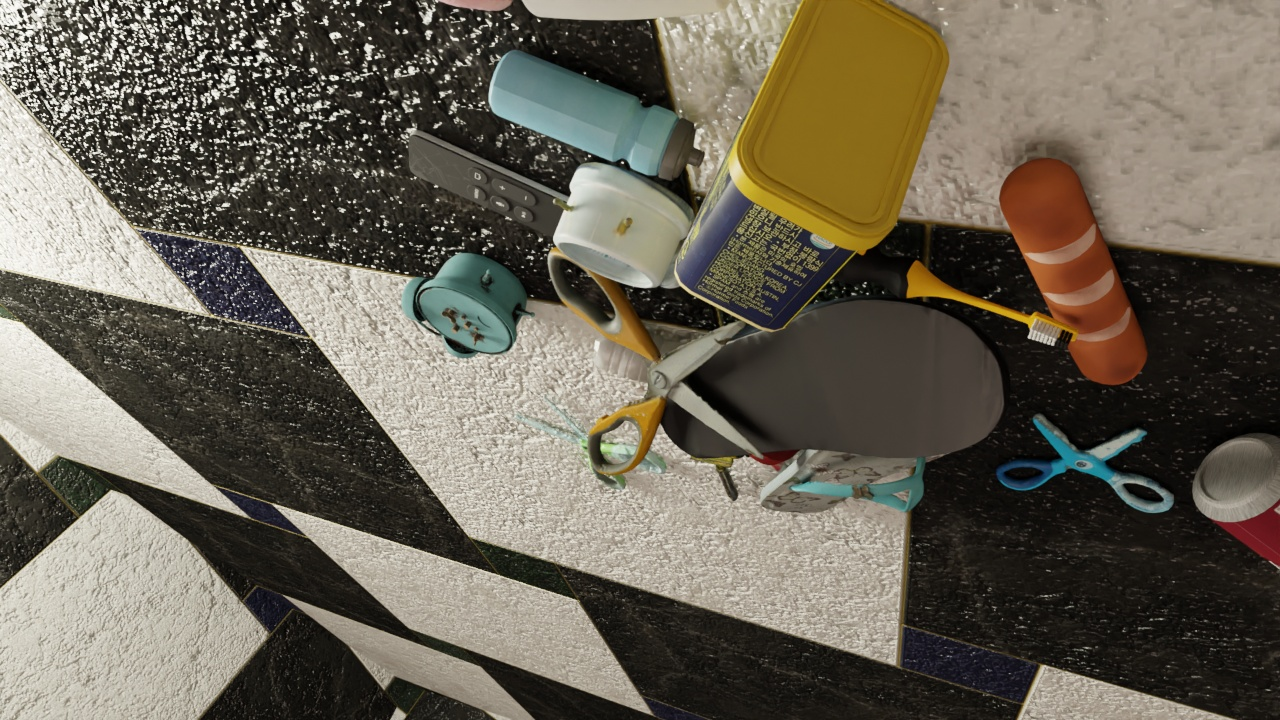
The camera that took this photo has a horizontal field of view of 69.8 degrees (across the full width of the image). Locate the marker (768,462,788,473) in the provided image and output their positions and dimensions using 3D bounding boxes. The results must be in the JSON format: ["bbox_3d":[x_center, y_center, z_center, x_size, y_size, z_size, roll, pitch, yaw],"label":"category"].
[{"bbox_3d":[0.079,0.066,0.824,0.142,0.012,0.013,33,149,-14],"label":"marker"}]

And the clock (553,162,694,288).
[{"bbox_3d":[-0.007,-0.082,0.599,0.083,0.057,0.117,19,172,25],"label":"clock"}]

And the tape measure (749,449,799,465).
[{"bbox_3d":[0.111,0.061,0.752,0.059,0.051,0.019,32,149,-12],"label":"tape measure"}]

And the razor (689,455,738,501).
[{"bbox_3d":[0.080,0.109,0.883,0.042,0.026,0.106,8,150,23],"label":"razor"}]

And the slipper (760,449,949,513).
[{"bbox_3d":[0.169,0.100,0.746,0.098,0.054,0.269,10,155,-16],"label":"slipper"}]

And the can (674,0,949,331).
[{"bbox_3d":[0.079,-0.095,0.449,0.075,0.135,0.105,27,153,-4],"label":"can"}]

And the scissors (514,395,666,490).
[{"bbox_3d":[-0.048,0.086,0.952,0.166,0.024,0.171,7,148,38],"label":"scissors"}]

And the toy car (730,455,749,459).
[{"bbox_3d":[0.070,0.052,0.788,0.107,0.030,0.049,32,151,-17],"label":"toy car"}]

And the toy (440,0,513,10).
[{"bbox_3d":[-0.114,-0.223,0.468,0.093,0.050,0.102,10,151,18],"label":"toy"}]

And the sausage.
[{"bbox_3d":[0.237,-0.046,0.499,0.039,0.044,0.164,-22,129,27],"label":"sausage"}]

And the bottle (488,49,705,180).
[{"bbox_3d":[-0.023,-0.142,0.541,0.130,0.040,0.040,23,150,4],"label":"bottle"}]

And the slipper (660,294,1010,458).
[{"bbox_3d":[0.130,0.009,0.640,0.266,0.083,0.109,-11,102,44],"label":"slipper"}]

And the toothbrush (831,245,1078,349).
[{"bbox_3d":[0.156,-0.049,0.540,0.197,0.030,0.031,24,151,26],"label":"toothbrush"}]

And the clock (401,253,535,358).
[{"bbox_3d":[-0.149,-0.044,0.775,0.124,0.053,0.090,-8,136,43],"label":"clock"}]

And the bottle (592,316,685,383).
[{"bbox_3d":[0.030,0.008,0.734,0.136,0.044,0.044,21,150,6],"label":"bottle"}]

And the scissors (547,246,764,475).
[{"bbox_3d":[-0.003,0.005,0.684,0.230,0.016,0.226,54,138,6],"label":"scissors"}]

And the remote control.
[{"bbox_3d":[-0.099,-0.121,0.660,0.146,0.008,0.045,24,150,1],"label":"remote control"}]

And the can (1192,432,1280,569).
[{"bbox_3d":[0.412,0.098,0.580,0.114,0.063,0.063,33,149,-14],"label":"can"}]

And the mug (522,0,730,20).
[{"bbox_3d":[-0.003,-0.208,0.400,0.088,0.080,0.114,9,116,15],"label":"mug"}]

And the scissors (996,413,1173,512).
[{"bbox_3d":[0.318,0.079,0.671,0.134,0.011,0.140,35,150,-23],"label":"scissors"}]
